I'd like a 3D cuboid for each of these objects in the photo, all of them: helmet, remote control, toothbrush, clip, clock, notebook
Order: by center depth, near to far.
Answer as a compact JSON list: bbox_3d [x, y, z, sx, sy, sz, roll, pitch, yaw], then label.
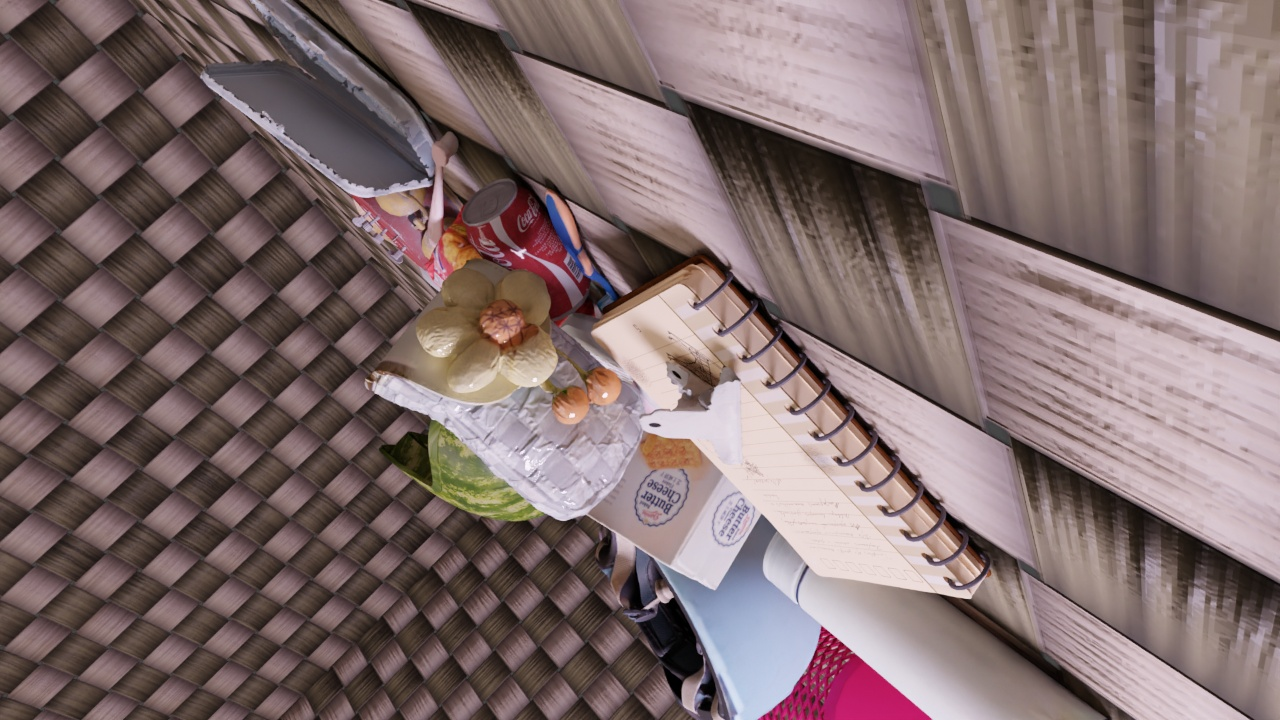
[{"bbox_3d":[0.030,0.024,0.493,0.054,0.038,0.102,13,152,14],"label":"clip"},{"bbox_3d":[0.074,0.045,0.514,0.225,0.024,0.168,47,160,-9],"label":"notebook"},{"bbox_3d":[-0.038,-0.067,0.611,0.021,0.017,0.135,36,167,32],"label":"toothbrush"},{"bbox_3d":[-0.004,0.004,0.707,0.050,0.024,0.143,22,168,45],"label":"remote control"},{"bbox_3d":[-0.161,-0.131,0.738,0.015,0.018,0.181,38,158,-1],"label":"toothbrush"},{"bbox_3d":[0.067,0.201,0.813,0.225,0.166,0.266,61,171,6],"label":"helmet"},{"bbox_3d":[-0.221,-0.138,0.871,0.117,0.081,0.159,51,168,-30],"label":"clock"},{"bbox_3d":[-0.151,0.071,1.039,0.243,0.213,0.247,23,177,-37],"label":"helmet"}]

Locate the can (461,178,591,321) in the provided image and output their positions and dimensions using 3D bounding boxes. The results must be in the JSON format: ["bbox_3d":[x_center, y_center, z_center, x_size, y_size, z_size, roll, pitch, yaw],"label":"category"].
[{"bbox_3d":[-0.078,-0.075,0.633,0.054,0.054,0.096,34,165,48],"label":"can"}]

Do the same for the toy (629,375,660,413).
[{"bbox_3d":[0.015,0.007,0.626,0.076,0.037,0.126,42,160,16],"label":"toy"}]

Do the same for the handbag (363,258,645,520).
[{"bbox_3d":[-0.071,0.019,0.595,0.171,0.112,0.124,40,151,-10],"label":"handbag"}]

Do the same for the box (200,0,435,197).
[{"bbox_3d":[-0.262,-0.195,0.742,0.216,0.109,0.108,41,173,22],"label":"box"}]

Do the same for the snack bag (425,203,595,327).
[{"bbox_3d":[-0.105,-0.053,0.762,0.176,0.082,0.082,41,170,22],"label":"snack bag"}]

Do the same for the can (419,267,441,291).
[{"bbox_3d":[-0.188,-0.096,0.955,0.127,0.064,0.064,32,164,52],"label":"can"}]

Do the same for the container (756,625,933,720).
[{"bbox_3d":[0.197,0.327,0.851,0.183,0.183,0.226,45,163,3],"label":"container"}]

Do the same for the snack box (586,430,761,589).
[{"bbox_3d":[0.002,0.086,0.714,0.057,0.104,0.208,39,168,-38],"label":"snack box"}]

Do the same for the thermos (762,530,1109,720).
[{"bbox_3d":[0.180,0.182,0.593,0.230,0.068,0.068,36,166,44],"label":"thermos"}]
